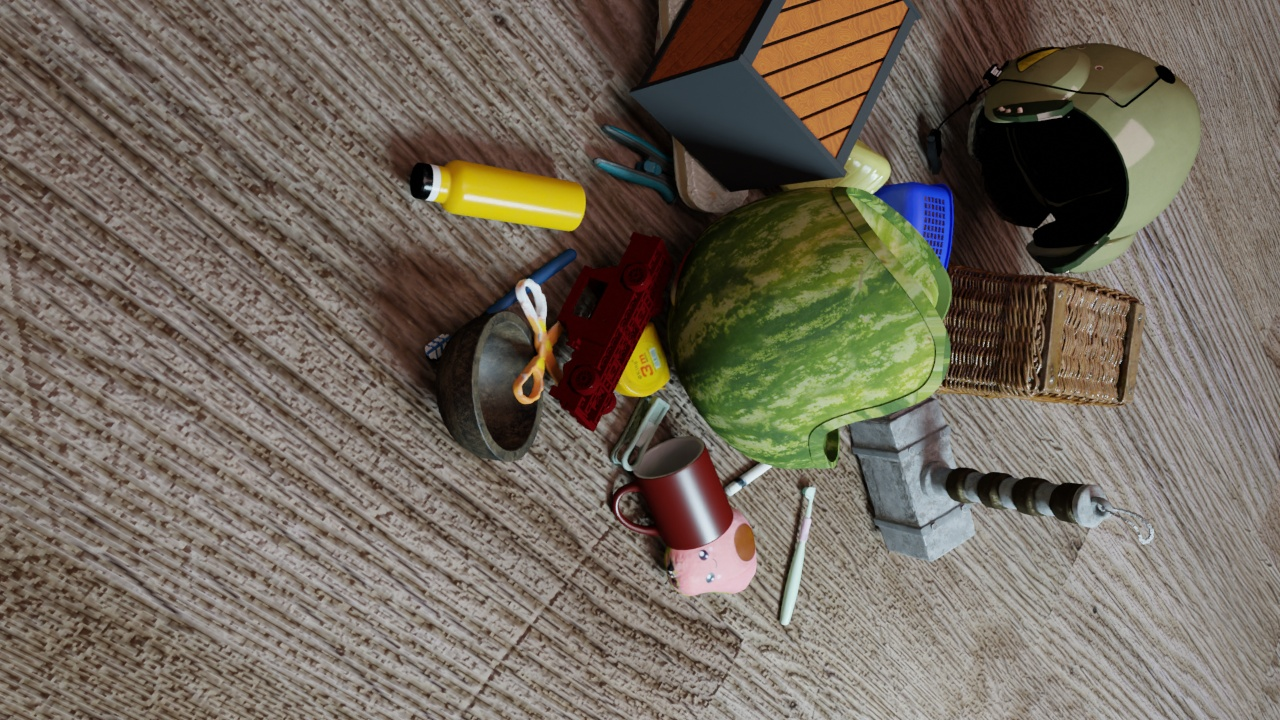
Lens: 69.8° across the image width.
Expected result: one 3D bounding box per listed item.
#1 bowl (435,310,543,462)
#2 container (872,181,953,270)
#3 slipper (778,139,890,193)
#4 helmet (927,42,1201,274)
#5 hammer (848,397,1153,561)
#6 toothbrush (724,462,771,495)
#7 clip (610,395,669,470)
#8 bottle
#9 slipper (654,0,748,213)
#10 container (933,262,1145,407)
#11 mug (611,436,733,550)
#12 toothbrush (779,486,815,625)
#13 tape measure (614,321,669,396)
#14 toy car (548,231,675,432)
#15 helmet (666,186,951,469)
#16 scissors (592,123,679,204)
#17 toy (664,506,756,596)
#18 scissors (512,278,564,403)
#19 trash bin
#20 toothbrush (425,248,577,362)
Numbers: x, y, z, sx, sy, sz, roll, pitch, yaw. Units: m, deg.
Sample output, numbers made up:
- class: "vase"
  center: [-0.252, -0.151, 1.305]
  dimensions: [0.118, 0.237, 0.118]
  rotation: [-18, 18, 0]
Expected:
- class: "bowl"
  center: [-0.130, 0.022, 0.746]
  dimensions: [0.121, 0.056, 0.121]
  rotation: [-2, 90, -71]
- class: "container"
  center: [0.286, -0.139, 1.009]
  dimensions: [0.058, 0.096, 0.114]
  rotation: [3, 92, -30]
- class: "slipper"
  center: [0.179, -0.209, 0.940]
  dimensions: [0.190, 0.092, 0.081]
  rotation: [11, 46, -51]
- class: "helmet"
  center: [0.466, -0.230, 1.012]
  dimensions: [0.232, 0.256, 0.250]
  rotation: [-37, 113, -25]
- class: "hammer"
  center: [0.359, 0.132, 0.941]
  dimensions: [0.079, 0.327, 0.177]
  rotation: [-23, 100, -24]
- class: "toothbrush"
  center: [0.158, 0.093, 0.991]
  dimensions: [0.186, 0.012, 0.017]
  rotation: [-30, 97, -29]
- class: "clip"
  center: [-0.001, 0.069, 0.869]
  dimensions: [0.023, 0.044, 0.076]
  rotation: [36, 76, -30]
- class: "bottle"
  center: [-0.117, -0.138, 0.760]
  dimensions: [0.143, 0.043, 0.043]
  rotation: [4, 92, -35]
- class: "slipper"
  center: [0.059, -0.271, 0.866]
  dimensions: [0.114, 0.052, 0.263]
  rotation: [-7, 98, -36]
- class: "container"
  center: [0.449, -0.028, 1.074]
  dimensions: [0.249, 0.183, 0.162]
  rotation: [5, 93, -35]
- class: "mug"
  center: [0.026, 0.133, 0.875]
  dimensions: [0.105, 0.073, 0.082]
  rotation: [-23, 109, -1]
- class: "toothbrush"
  center: [0.173, 0.215, 1.009]
  dimensions: [0.022, 0.015, 0.154]
  rotation: [15, 86, -66]
- class: "tape measure"
  center: [-0.005, 0.005, 0.858]
  dimensions: [0.058, 0.030, 0.068]
  rotation: [-30, 108, -29]
- class: "toy car"
  center: [-0.032, -0.029, 0.803]
  dimensions: [0.169, 0.062, 0.070]
  rotation: [-64, 157, -14]
- class: "helmet"
  center: [0.142, -0.030, 0.836]
  dimensions: [0.243, 0.248, 0.212]
  rotation: [44, 29, -4]
- class: "scissors"
  center: [0.015, -0.174, 0.864]
  dimensions: [0.145, 0.019, 0.133]
  rotation: [-39, 117, -27]
- class: "toy"
  center: [0.069, 0.197, 0.914]
  dimensions: [0.109, 0.051, 0.090]
  rotation: [-19, 103, -31]
- class: "scissors"
  center: [-0.084, -0.016, 0.777]
  dimensions: [0.125, 0.011, 0.131]
  rotation: [-60, 144, -56]
- class: "trash bin"
  center: [0.116, -0.263, 0.788]
  dimensions: [0.139, 0.140, 0.171]
  rotation: [37, 73, -32]
- class: "toothbrush"
  center: [-0.116, -0.050, 0.786]
  dimensions: [0.167, 0.014, 0.014]
  rotation: [-40, 159, -26]
